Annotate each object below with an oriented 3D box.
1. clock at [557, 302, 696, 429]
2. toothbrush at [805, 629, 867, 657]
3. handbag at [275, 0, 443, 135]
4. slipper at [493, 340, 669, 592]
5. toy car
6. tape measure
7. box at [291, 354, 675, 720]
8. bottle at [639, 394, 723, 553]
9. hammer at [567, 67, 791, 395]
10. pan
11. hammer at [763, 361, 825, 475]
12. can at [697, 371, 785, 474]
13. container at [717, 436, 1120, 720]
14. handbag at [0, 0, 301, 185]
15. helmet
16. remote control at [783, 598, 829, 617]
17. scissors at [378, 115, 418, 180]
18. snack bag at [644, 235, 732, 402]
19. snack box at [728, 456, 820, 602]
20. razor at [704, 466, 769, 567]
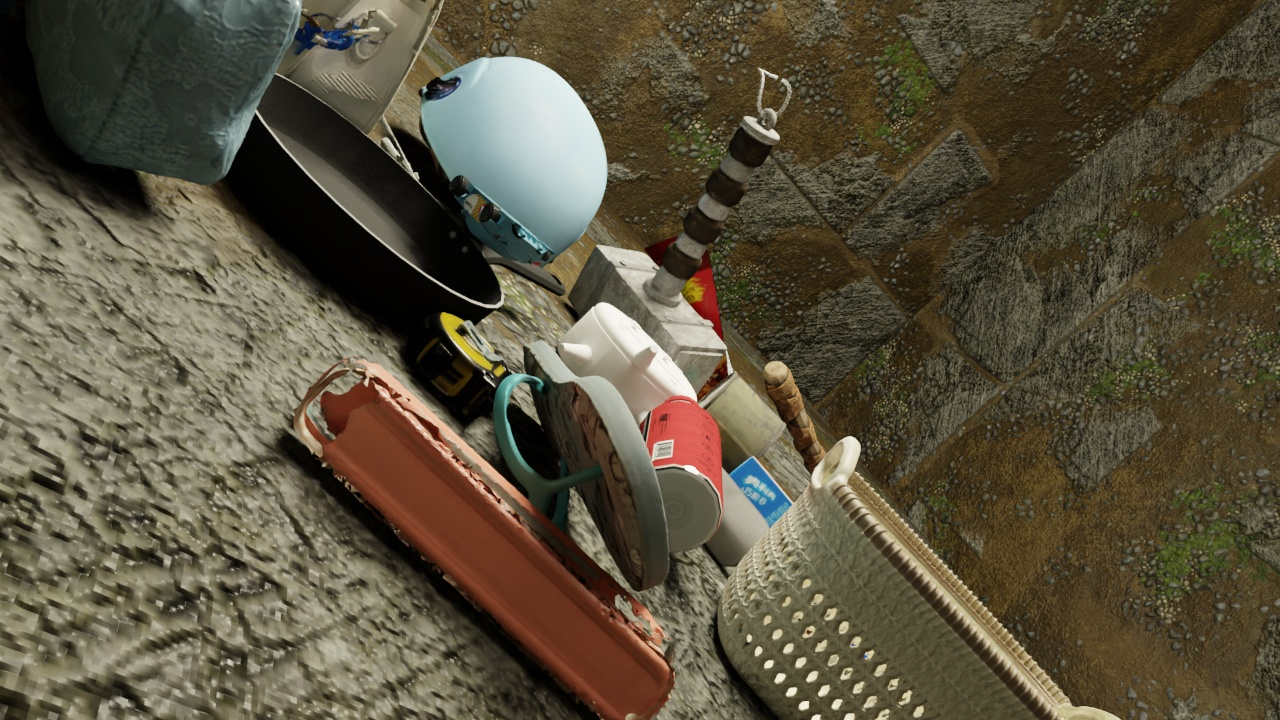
[{"bbox_3d":[-0.005,0.005,0.809,0.125,0.073,0.160,46,9,0],"label":"clock"},{"bbox_3d":[0.175,0.246,0.779,0.182,0.018,0.016,42,10,-45],"label":"toothbrush"},{"bbox_3d":[-0.213,-0.271,0.675,0.093,0.200,0.200,33,13,-41],"label":"handbag"},{"bbox_3d":[-0.043,0.051,0.469,0.269,0.054,0.098,-150,-137,-74],"label":"slipper"},{"bbox_3d":[-0.105,-0.096,0.654,0.060,0.027,0.108,37,4,-43],"label":"toy car"},{"bbox_3d":[-0.100,0.000,0.513,0.061,0.034,0.061,43,8,-8],"label":"tape measure"},{"bbox_3d":[-0.058,0.073,0.356,0.187,0.059,0.056,44,41,-10],"label":"box"},{"bbox_3d":[0.026,0.068,0.651,0.062,0.062,0.176,45,15,-9],"label":"bottle"},{"bbox_3d":[0.058,-0.127,0.909,0.079,0.327,0.177,3,38,-43],"label":"hammer"},{"bbox_3d":[-0.145,-0.082,0.640,0.204,0.044,0.355,50,9,21],"label":"pan"},{"bbox_3d":[0.201,0.141,0.972,0.121,0.049,0.319,-97,161,-69],"label":"hammer"},{"bbox_3d":[0.087,0.068,0.909,0.074,0.090,0.089,46,9,0],"label":"can"},{"bbox_3d":[0.164,0.184,0.573,0.246,0.143,0.184,47,8,5],"label":"container"},{"bbox_3d":[-0.236,-0.168,0.398,0.118,0.122,0.192,8,38,-49],"label":"handbag"},{"bbox_3d":[-0.127,-0.217,0.964,0.225,0.167,0.265,52,14,-30],"label":"helmet"},{"bbox_3d":[0.142,0.204,0.814,0.135,0.011,0.050,36,13,-49],"label":"remote control"},{"bbox_3d":[-0.202,-0.168,0.772,0.175,0.014,0.142,37,-28,61],"label":"scissors"},{"bbox_3d":[0.063,-0.037,1.019,0.139,0.066,0.208,173,-91,-67],"label":"snack bag"},{"bbox_3d":[0.136,0.158,0.782,0.151,0.034,0.087,50,-3,27],"label":"snack box"},{"bbox_3d":[0.073,0.130,0.745,0.088,0.047,0.116,51,2,27],"label":"razor"}]
